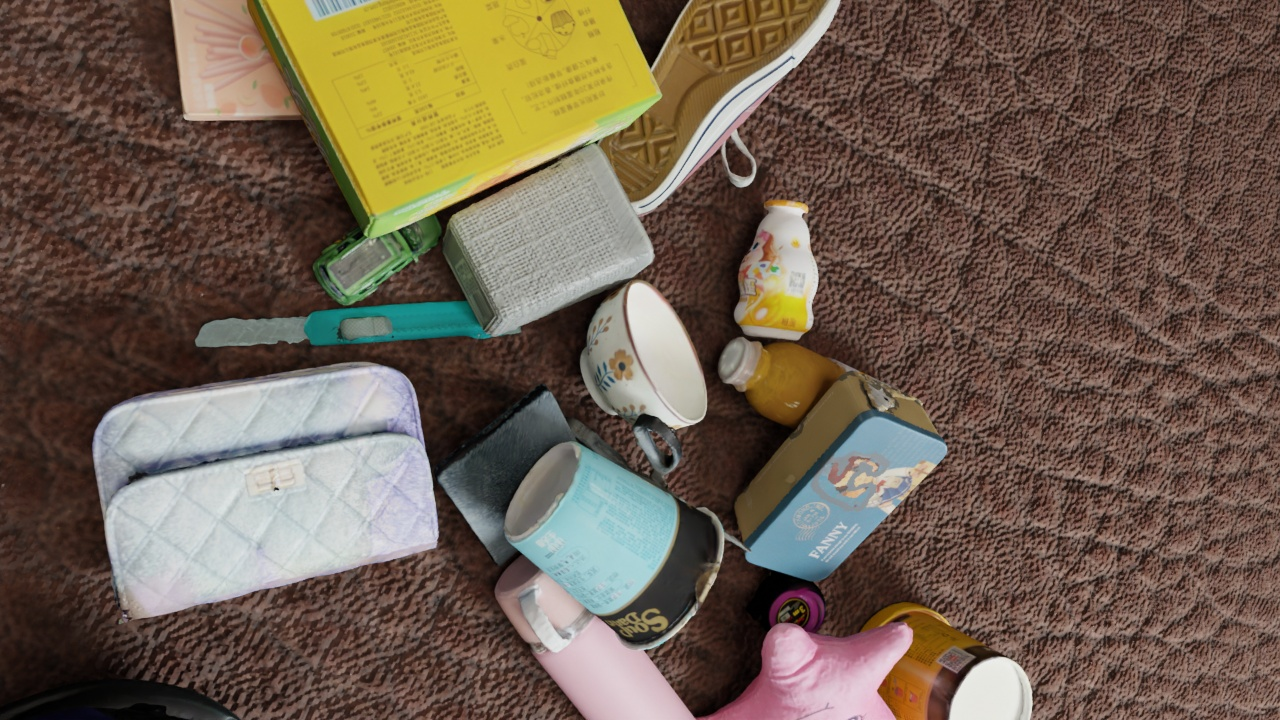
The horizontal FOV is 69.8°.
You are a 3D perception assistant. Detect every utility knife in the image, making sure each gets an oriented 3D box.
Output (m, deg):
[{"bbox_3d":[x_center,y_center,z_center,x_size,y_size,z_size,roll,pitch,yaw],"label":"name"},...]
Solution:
[{"bbox_3d":[-0.186,-0.023,0.628,0.216,0.013,0.029,-5,90,-24],"label":"utility knife"}]

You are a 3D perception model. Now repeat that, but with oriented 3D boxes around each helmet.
[{"bbox_3d":[-0.294,0.286,0.467,0.247,0.240,0.315,35,90,-22],"label":"helmet"}]

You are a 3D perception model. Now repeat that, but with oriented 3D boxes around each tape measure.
[{"bbox_3d":[0.123,0.205,0.768,0.058,0.039,0.057,36,88,-16],"label":"tape measure"}]

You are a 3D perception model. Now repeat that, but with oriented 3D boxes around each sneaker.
[{"bbox_3d":[0.058,-0.205,0.688,0.118,0.087,0.241,41,97,11],"label":"sneaker"}]

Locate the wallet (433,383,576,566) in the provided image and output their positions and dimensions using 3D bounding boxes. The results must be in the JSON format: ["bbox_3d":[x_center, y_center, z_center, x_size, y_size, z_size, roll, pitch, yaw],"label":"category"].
[{"bbox_3d":[-0.085,0.083,0.648,0.097,0.019,0.121,-40,139,-19],"label":"wallet"}]

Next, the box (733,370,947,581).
[{"bbox_3d":[0.148,0.098,0.722,0.089,0.060,0.185,20,120,-22],"label":"box"}]

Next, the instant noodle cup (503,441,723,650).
[{"bbox_3d":[-0.023,0.117,0.622,0.120,0.111,0.111,39,77,-21],"label":"instant noodle cup"}]

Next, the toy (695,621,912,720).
[{"bbox_3d":[0.148,0.275,0.741,0.178,0.074,0.195,24,116,-21],"label":"toy"}]

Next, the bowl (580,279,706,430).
[{"bbox_3d":[-0.004,0.004,0.676,0.062,0.113,0.113,-25,108,23],"label":"bowl"}]

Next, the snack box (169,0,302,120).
[{"bbox_3d":[-0.216,-0.200,0.597,0.157,0.026,0.084,-7,96,-24],"label":"snack box"}]

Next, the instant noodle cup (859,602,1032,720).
[{"bbox_3d":[0.260,0.283,0.794,0.118,0.115,0.118,-1,93,-24],"label":"instant noodle cup"}]

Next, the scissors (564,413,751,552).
[{"bbox_3d":[0.014,0.090,0.679,0.181,0.160,0.014,30,60,1],"label":"scissors"}]

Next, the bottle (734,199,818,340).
[{"bbox_3d":[0.110,-0.072,0.732,0.063,0.063,0.108,7,90,-25],"label":"bottle"}]

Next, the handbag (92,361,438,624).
[{"bbox_3d":[-0.234,0.076,0.579,0.193,0.076,0.134,-11,97,-23],"label":"handbag"}]

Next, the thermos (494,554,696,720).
[{"bbox_3d":[-0.029,0.229,0.675,0.067,0.087,0.198,-33,108,1],"label":"thermos"}]

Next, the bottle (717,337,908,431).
[{"bbox_3d":[0.150,0.032,0.754,0.189,0.068,0.068,23,83,-23],"label":"bottle"}]

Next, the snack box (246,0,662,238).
[{"bbox_3d":[-0.113,-0.192,0.583,0.209,0.070,0.157,-29,98,-20],"label":"snack box"}]

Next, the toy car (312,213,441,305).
[{"bbox_3d":[-0.175,-0.076,0.620,0.091,0.036,0.043,-43,107,-20],"label":"toy car"}]

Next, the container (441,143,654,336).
[{"bbox_3d":[-0.068,-0.078,0.633,0.114,0.090,0.090,-28,91,-18],"label":"container"}]
